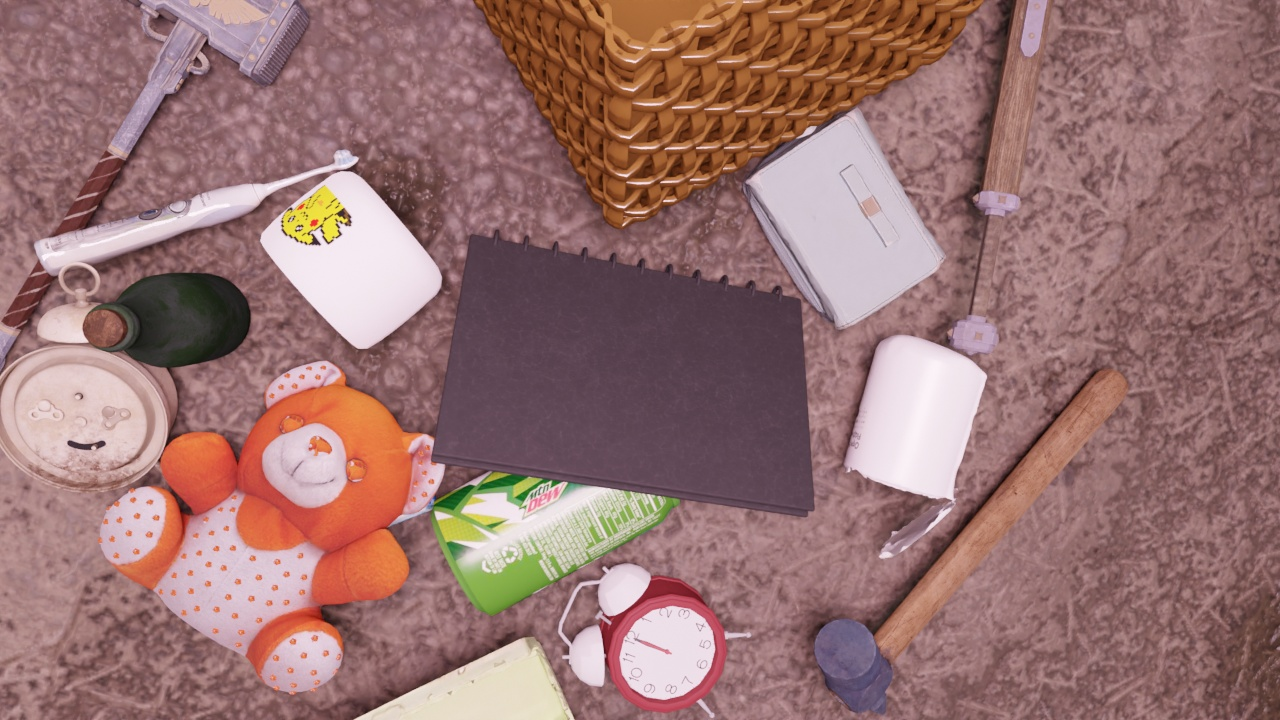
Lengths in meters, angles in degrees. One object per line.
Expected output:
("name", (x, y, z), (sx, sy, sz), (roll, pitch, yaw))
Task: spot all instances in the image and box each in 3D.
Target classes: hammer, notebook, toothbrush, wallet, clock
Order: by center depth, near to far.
("clock", (-0.326, 0.009, 0.545), (0.093, 0.054, 0.141), (2, 110, -12))
("toothbrush", (-0.258, -0.090, 0.548), (0.185, 0.022, 0.024), (-22, 137, -15))
("hammer", (-0.328, -0.103, 0.552), (0.098, 0.044, 0.322), (32, 91, -12))
("notebook", (-0.003, 0.004, 0.585), (0.231, 0.019, 0.168), (10, 57, -11))
("hammer", (0.255, -0.159, 0.621), (0.147, 0.028, 0.317), (10, 91, 2))
("wallet", (0.141, -0.098, 0.635), (0.100, 0.054, 0.131), (-36, 96, -8))
("clock", (0.005, 0.192, 0.635), (0.124, 0.044, 0.087), (25, 90, -13))
("hammer", (0.249, 0.124, 0.665), (0.321, 0.040, 0.129), (-45, 141, -11))

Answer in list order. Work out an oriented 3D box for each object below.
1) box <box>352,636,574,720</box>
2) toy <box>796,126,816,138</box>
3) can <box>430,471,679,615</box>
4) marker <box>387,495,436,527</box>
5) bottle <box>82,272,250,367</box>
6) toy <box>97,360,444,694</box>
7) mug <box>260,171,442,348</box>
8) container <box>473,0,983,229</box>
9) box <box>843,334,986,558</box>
("box", (-0.146, 0.241, 0.605), (0.188, 0.061, 0.133), (-25, 137, -6))
("toy", (0.088, -0.179, 0.616), (0.125, 0.037, 0.076), (-22, 62, -13))
("can", (-0.054, 0.096, 0.596), (0.144, 0.083, 0.083), (-28, 99, -7))
("marker", (-0.202, 0.119, 0.606), (0.141, 0.013, 0.013), (-22, 98, -8))
("bottle", (-0.260, -0.021, 0.500), (0.055, 0.174, 0.055), (-1, 95, -11))
("toy", (-0.212, 0.092, 0.557), (0.164, 0.093, 0.172), (35, 77, 3))
("mug", (-0.178, -0.067, 0.560), (0.068, 0.094, 0.115), (-41, 58, -8))
("container", (0.042, -0.247, 0.491), (0.251, 0.214, 0.219), (-30, 82, -7))
("box", (0.189, 0.067, 0.639), (0.091, 0.081, 0.160), (18, 93, 4))
